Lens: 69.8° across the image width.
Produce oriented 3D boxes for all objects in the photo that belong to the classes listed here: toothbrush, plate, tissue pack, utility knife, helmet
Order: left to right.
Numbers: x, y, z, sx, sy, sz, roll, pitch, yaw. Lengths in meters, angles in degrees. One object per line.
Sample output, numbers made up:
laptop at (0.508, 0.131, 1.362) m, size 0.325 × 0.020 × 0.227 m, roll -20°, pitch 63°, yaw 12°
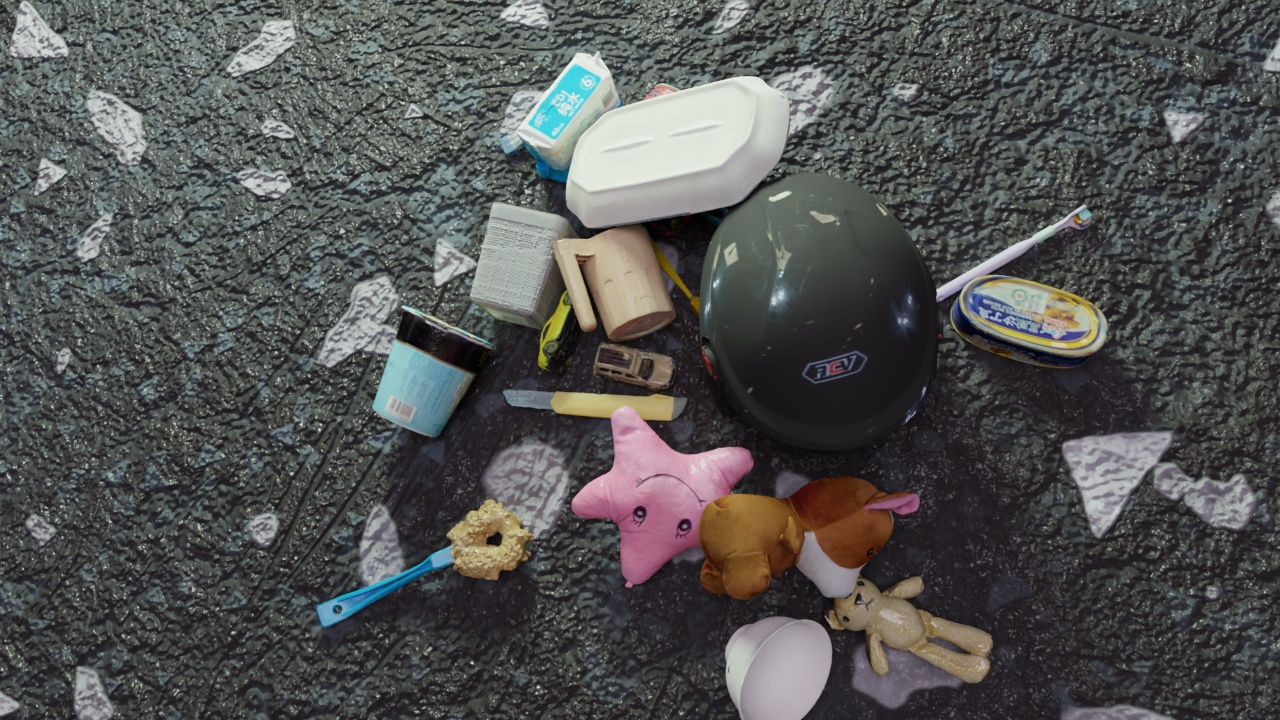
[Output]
tissue pack at (-0.079, -0.281, 1.064) m, size 0.063 × 0.090 × 0.140 m, roll 35°, pitch 84°, yaw 18°
utility knife at (-0.052, 0.047, 1.013) m, size 0.207 × 0.021 × 0.031 m, roll 5°, pitch 73°, yaw 3°
toothbrush at (0.019, -0.122, 1.046) m, size 0.015 × 0.016 × 0.190 m, roll -36°, pitch 73°, yaw -2°
plate at (0.026, -0.224, 0.961) m, size 0.266 × 0.034 × 0.161 m, roll -3°, pitch 63°, yaw 32°
helmet at (0.170, -0.046, 0.895) m, size 0.233 × 0.230 × 0.274 m, roll -12°, pitch 35°, yaw 5°
toothbrush at (0.396, -0.111, 0.985) m, size 0.189 × 0.029 × 0.021 m, roll -29°, pitch 33°, yaw 2°

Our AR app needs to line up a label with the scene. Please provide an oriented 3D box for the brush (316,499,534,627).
brush at (-0.233, 0.227, 0.989) m, size 0.255 × 0.046 × 0.083 m, roll -25°, pitch 77°, yaw 6°

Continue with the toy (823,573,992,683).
toy at (0.259, 0.258, 0.886) m, size 0.157 × 0.066 × 0.105 m, roll 21°, pitch 74°, yaw 20°

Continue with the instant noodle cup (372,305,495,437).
instant noodle cup at (-0.234, 0.016, 1.012) m, size 0.111 × 0.111 × 0.120 m, roll 24°, pitch 89°, yaw 14°

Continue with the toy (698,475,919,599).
toy at (0.158, 0.171, 0.877) m, size 0.199 × 0.140 × 0.130 m, roll -18°, pitch 85°, yaw -14°

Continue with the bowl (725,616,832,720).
bowl at (0.122, 0.294, 0.892) m, size 0.065 × 0.118 × 0.118 m, roll 22°, pitch 77°, yaw 53°

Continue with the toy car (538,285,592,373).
toy car at (-0.086, -0.037, 1.026) m, size 0.032 × 0.048 × 0.105 m, roll 18°, pitch 79°, yaw 24°

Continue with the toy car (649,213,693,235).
toy car at (0.054, -0.190, 1.049) m, size 0.106 × 0.031 × 0.049 m, roll -45°, pitch 68°, yaw 1°

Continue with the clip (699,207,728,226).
clip at (0.096, -0.161, 1.047) m, size 0.056 × 0.014 × 0.040 m, roll 40°, pitch 85°, yaw 15°

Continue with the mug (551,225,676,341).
mug at (-0.029, -0.082, 0.994) m, size 0.084 × 0.124 × 0.103 m, roll -35°, pitch 69°, yaw 44°

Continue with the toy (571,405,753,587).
toy at (0.030, 0.155, 0.945) m, size 0.194 × 0.074 × 0.178 m, roll 21°, pitch 94°, yaw 2°

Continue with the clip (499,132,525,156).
clip at (-0.141, -0.268, 1.108) m, size 0.057 × 0.033 × 0.025 m, roll -23°, pitch 71°, yaw 6°

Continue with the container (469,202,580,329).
container at (-0.130, -0.102, 1.028) m, size 0.090 × 0.090 × 0.114 m, roll 13°, pitch 81°, yaw 12°

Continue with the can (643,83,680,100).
can at (0.019, -0.262, 1.056) m, size 0.066 × 0.066 × 0.093 m, roll 29°, pitch 82°, yaw 15°

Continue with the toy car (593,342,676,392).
toy car at (-0.006, 0.006, 1.009) m, size 0.090 × 0.035 × 0.042 m, roll 13°, pitch 79°, yaw 9°

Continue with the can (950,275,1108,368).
can at (0.400, -0.041, 0.950) m, size 0.148 × 0.049 × 0.074 m, roll 19°, pitch 80°, yaw 13°
